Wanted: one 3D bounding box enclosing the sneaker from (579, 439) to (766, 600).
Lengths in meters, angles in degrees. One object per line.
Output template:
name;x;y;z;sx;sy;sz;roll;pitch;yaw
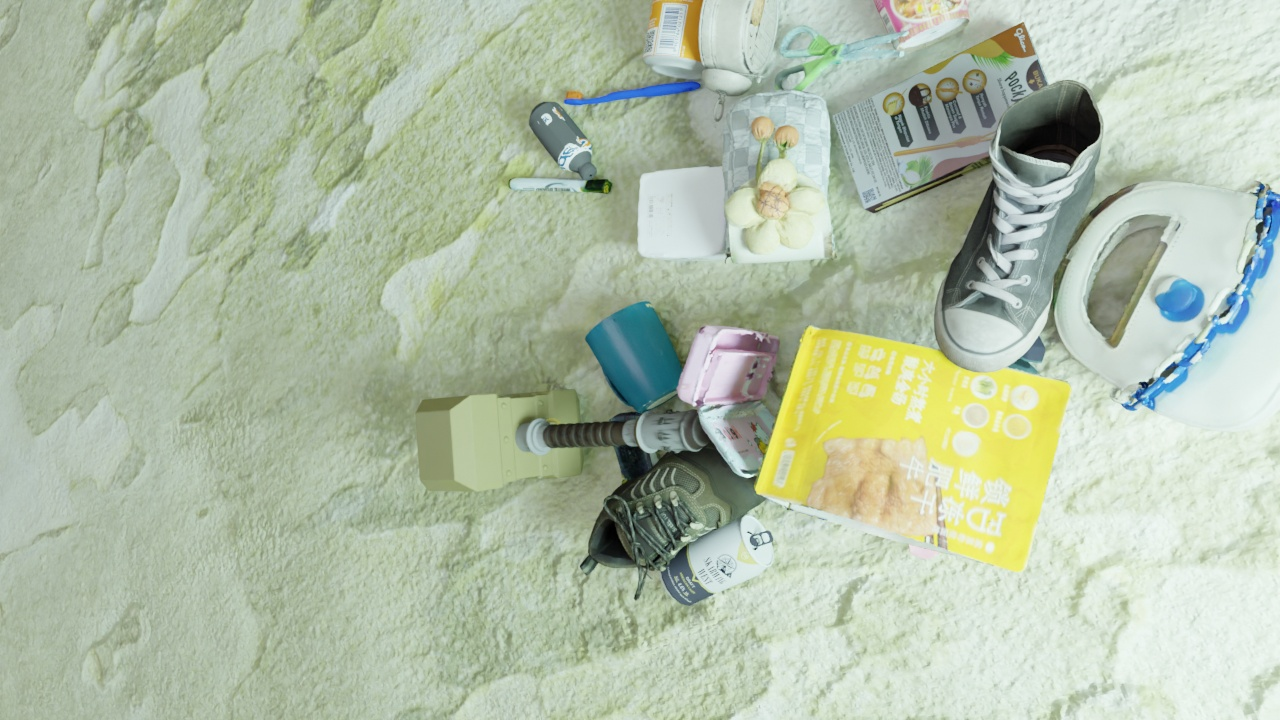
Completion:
sneaker;0.015;0.162;0.935;0.239;0.142;0.101;-33;96;43

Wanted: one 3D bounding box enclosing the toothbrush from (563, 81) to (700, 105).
toothbrush;-0.013;-0.309;1.055;0.183;0.016;0.018;3;87;31

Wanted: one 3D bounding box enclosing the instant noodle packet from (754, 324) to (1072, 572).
instant noodle packet;0.232;0.073;0.782;0.222;0.084;0.162;13;76;31

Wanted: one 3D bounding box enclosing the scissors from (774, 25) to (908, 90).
scissors;0.192;-0.292;0.896;0.176;0.032;0.078;23;99;58

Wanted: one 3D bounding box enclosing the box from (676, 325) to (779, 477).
box;0.095;0.038;0.885;0.073;0.201;0.149;-8;86;24

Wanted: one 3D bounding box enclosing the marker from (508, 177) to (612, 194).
marker;-0.099;-0.212;1.108;0.147;0.017;0.017;8;95;31

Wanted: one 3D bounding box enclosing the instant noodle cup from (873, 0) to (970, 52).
instant noodle cup;0.256;-0.352;0.854;0.098;0.097;0.108;-17;90;30

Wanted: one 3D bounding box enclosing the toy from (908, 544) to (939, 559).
toy;0.256;0.089;0.858;0.239;0.087;0.190;8;87;37

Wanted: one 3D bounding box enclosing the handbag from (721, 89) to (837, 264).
handbag;0.133;-0.185;0.902;0.112;0.123;0.171;-2;86;11

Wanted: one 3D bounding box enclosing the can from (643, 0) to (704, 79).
can;0.052;-0.379;0.978;0.079;0.079;0.142;14;97;30

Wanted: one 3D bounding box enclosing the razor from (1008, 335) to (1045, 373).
razor;0.338;-0.052;0.834;0.052;0.047;0.143;-3;86;55

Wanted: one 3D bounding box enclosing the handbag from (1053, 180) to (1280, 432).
handbag;0.441;-0.052;0.747;0.200;0.092;0.201;30;105;35

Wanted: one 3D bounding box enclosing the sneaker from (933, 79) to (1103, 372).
sneaker;0.309;-0.107;0.753;0.095;0.120;0.234;27;78;28

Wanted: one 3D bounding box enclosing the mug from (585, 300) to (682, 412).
mug;-0.006;0.006;1.026;0.104;0.084;0.112;59;145;11

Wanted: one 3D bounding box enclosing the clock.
clock;0.101;-0.321;0.937;0.061;0.103;0.157;15;94;23

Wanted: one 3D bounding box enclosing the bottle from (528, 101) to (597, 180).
bottle;-0.089;-0.258;1.083;0.047;0.047;0.112;-46;69;23

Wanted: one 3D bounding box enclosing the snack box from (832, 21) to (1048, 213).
snack box;0.287;-0.224;0.866;0.186;0.031;0.101;-21;80;29

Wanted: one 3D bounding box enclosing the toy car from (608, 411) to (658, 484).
toy car;-0.003;0.108;1.043;0.048;0.033;0.105;-10;97;33

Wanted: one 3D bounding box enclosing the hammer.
hammer;-0.065;0.078;0.959;0.326;0.189;0.100;-6;87;41

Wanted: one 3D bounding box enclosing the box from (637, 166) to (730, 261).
box;0.059;-0.160;1.002;0.107;0.076;0.102;1;89;29

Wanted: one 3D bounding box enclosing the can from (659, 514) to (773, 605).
can;0.084;0.210;0.974;0.128;0.064;0.064;-32;75;27
